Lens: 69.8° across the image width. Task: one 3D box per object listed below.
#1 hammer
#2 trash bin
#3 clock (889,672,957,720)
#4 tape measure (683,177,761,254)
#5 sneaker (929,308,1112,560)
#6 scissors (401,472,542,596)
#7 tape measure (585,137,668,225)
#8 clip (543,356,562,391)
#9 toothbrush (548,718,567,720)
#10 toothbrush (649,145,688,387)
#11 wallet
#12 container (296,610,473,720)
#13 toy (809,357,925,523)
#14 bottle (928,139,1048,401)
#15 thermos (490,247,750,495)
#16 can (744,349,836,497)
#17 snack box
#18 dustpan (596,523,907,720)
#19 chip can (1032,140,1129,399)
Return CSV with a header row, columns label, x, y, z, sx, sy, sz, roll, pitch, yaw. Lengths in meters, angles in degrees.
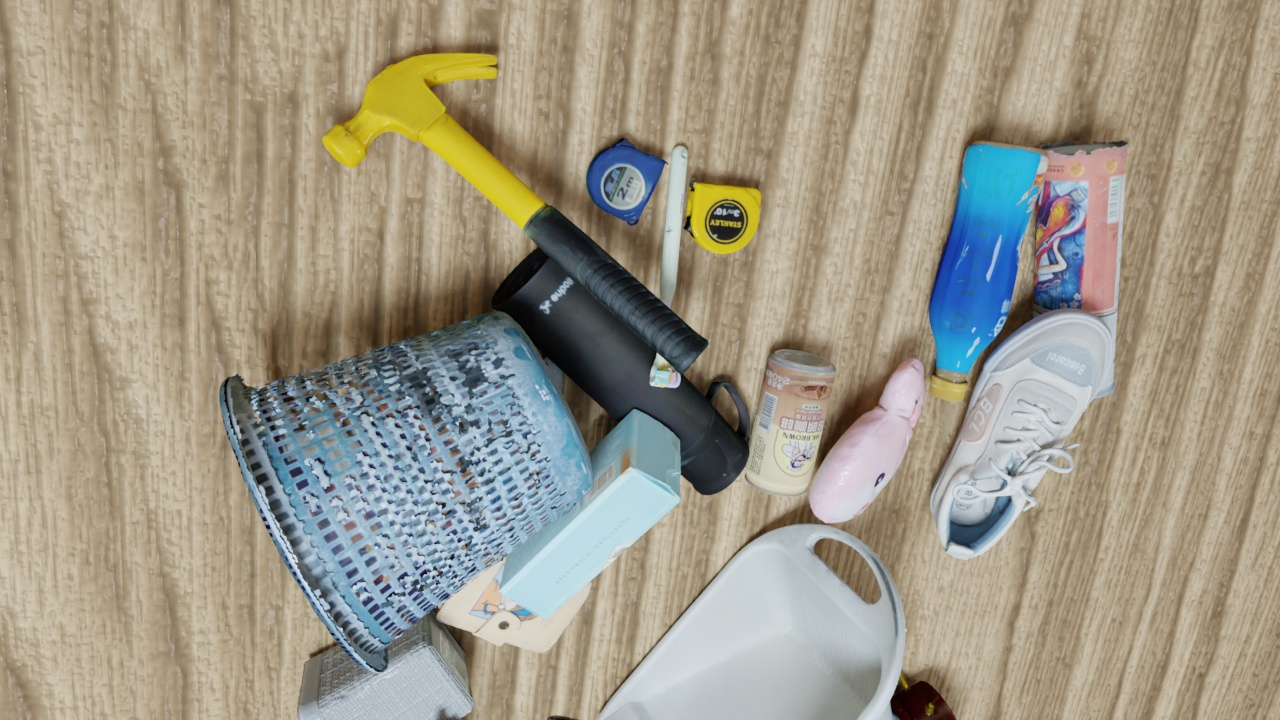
label,x,y,z,sx,sy,sz,roll,pitch,yaw
hammer,-0.072,-0.101,0.652,0.300,0.033,0.128,42,77,-1
trash bin,-0.149,0.071,0.652,0.195,0.226,0.227,-27,111,-13
clock,0.280,0.373,0.907,0.055,0.082,0.122,-26,109,-10
tape measure,0.064,-0.115,0.732,0.060,0.029,0.057,3,106,-14
sneaker,0.315,0.069,0.777,0.089,0.090,0.243,24,120,8
scissors,-0.150,0.139,0.777,0.159,0.014,0.180,38,94,-23
tape measure,-0.014,-0.140,0.709,0.054,0.025,0.058,24,97,-16
clip,-0.074,0.022,0.752,0.026,0.043,0.058,4,102,-12
toothbrush,-0.007,0.369,0.879,0.181,0.018,0.016,22,107,-16
toothbrush,0.025,-0.074,0.711,0.029,0.020,0.189,8,84,-38
wallet,-0.111,0.208,0.796,0.115,0.024,0.087,28,98,-28
container,-0.208,0.272,0.765,0.114,0.090,0.090,-31,112,-5
toy,0.200,0.072,0.789,0.054,0.121,0.159,33,91,23
bottle,0.283,-0.072,0.774,0.065,0.065,0.219,6,106,-14
thermos,-0.004,0.004,0.742,0.242,0.069,0.089,44,66,-23
can,0.127,0.053,0.783,0.058,0.058,0.116,6,106,-14
snack box,-0.040,0.123,0.723,0.051,0.074,0.175,36,117,-18
dustpan,0.096,0.264,0.764,0.257,0.223,0.143,-28,123,-14
chip can,0.376,-0.078,0.789,0.071,0.071,0.215,-9,109,-10
